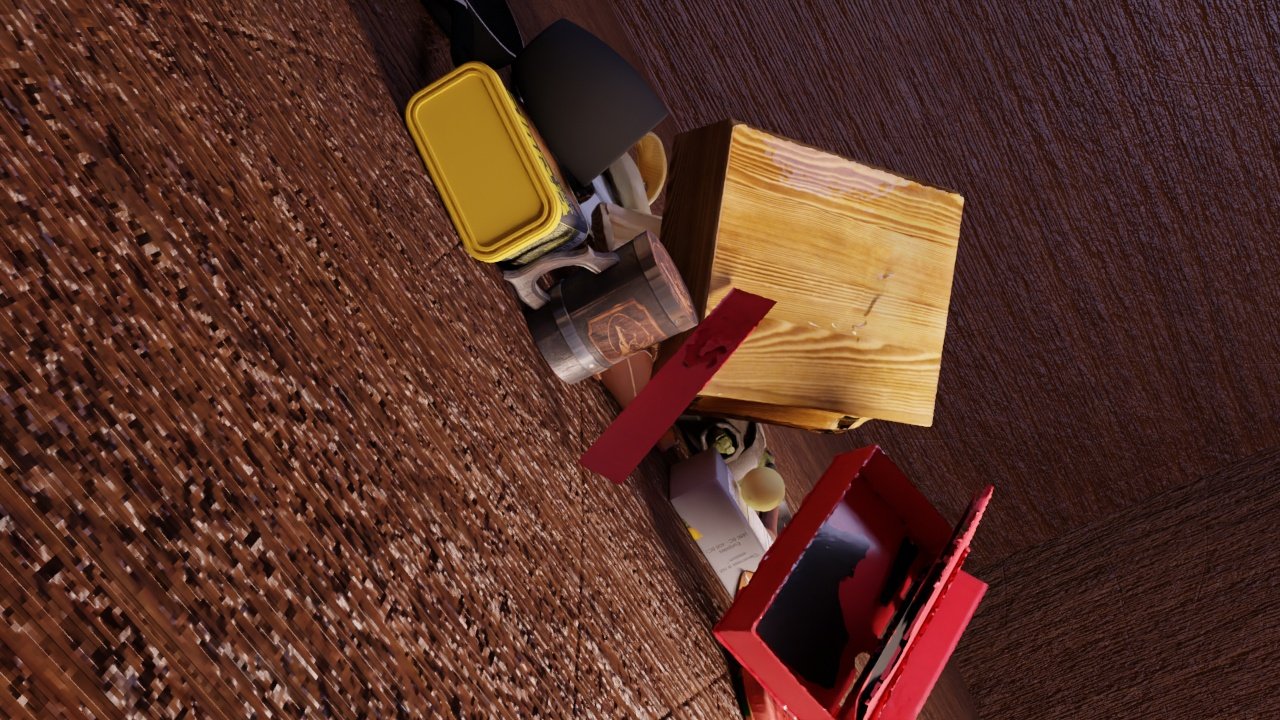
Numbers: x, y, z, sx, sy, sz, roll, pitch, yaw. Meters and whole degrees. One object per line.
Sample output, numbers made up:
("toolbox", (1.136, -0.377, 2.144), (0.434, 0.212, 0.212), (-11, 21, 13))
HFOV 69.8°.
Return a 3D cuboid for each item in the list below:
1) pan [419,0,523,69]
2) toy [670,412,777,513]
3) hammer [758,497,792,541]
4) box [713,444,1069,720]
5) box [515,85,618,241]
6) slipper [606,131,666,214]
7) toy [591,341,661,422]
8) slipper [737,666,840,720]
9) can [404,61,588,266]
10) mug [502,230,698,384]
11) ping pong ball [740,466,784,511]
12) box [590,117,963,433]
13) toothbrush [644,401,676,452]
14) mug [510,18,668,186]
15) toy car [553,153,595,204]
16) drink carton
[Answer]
("pan", (-0.173, -0.330, 0.835), (0.204, 0.044, 0.355), (53, 16, -38))
("toy", (0.091, 0.081, 0.964), (0.153, 0.078, 0.179), (61, 10, -12))
("hammer", (0.150, 0.178, 1.073), (0.300, 0.028, 0.111), (-15, 81, -80))
("box", (0.295, 0.275, 0.699), (0.467, 0.214, 0.138), (39, -32, 9))
("box", (-0.076, -0.220, 1.024), (0.209, 0.038, 0.189), (55, 13, -32))
("slipper", (-0.003, -0.243, 1.184), (0.261, 0.079, 0.111), (-106, -177, -60))
("toy", (-0.021, 0.001, 0.796), (0.090, 0.070, 0.103), (-122, -163, -47))
("slipper", (0.162, 0.339, 0.771), (0.249, 0.059, 0.103), (56, 15, -23))
("can", (-0.100, -0.137, 0.676), (0.130, 0.072, 0.101), (64, 10, 5))
("mug", (-0.031, -0.049, 0.686), (0.116, 0.107, 0.079), (51, 17, -40))
("ping pong ball", (0.110, 0.116, 0.828), (0.040, 0.040, 0.040), (57, 14, -23))
("box", (0.111, -0.051, 0.905), (0.278, 0.264, 0.269), (9, 87, -31))
("toothbrush", (-0.005, 0.005, 0.888), (0.015, 0.016, 0.184), (28, 34, -57))
("mug", (-0.049, -0.191, 0.686), (0.100, 0.084, 0.119), (49, -19, -11))
("toy car", (-0.087, -0.193, 0.889), (0.112, 0.047, 0.047), (44, 25, -55))
("drink carton", (0.078, 0.150, 0.840), (0.125, 0.048, 0.076), (58, 14, -18))
